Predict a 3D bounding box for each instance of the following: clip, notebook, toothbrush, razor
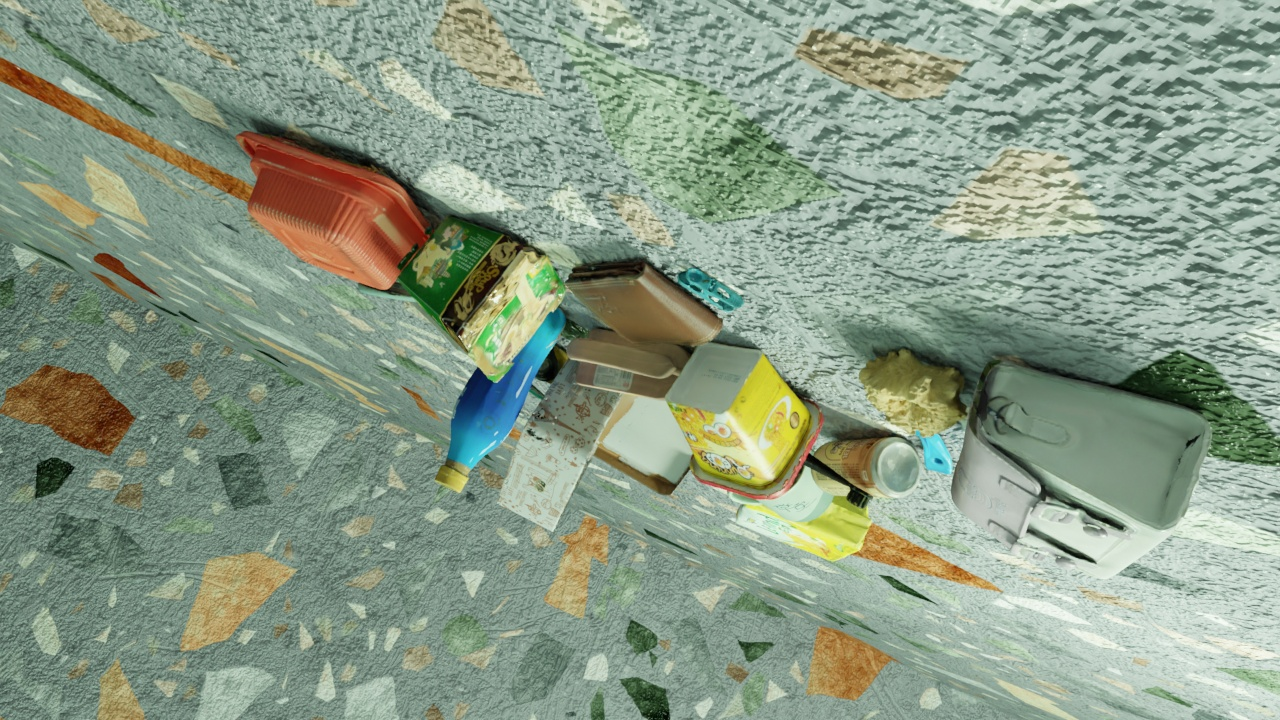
[{"bbox_3d":[0.056,-0.056,0.731,0.057,0.014,0.045,30,162,-14],"label":"clip"},{"bbox_3d":[-0.208,-0.022,1.133,0.150,0.012,0.209,37,179,-40],"label":"notebook"},{"bbox_3d":[0.146,0.087,0.934,0.213,0.027,0.026,34,178,35],"label":"toothbrush"},{"bbox_3d":[-0.086,0.021,1.132,0.167,0.062,0.067,34,-167,-45],"label":"razor"}]

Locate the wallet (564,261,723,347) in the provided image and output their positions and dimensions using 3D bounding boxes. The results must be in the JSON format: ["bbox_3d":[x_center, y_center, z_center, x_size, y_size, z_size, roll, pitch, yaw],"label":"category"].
[{"bbox_3d":[0.000,-0.050,0.808,0.101,0.032,0.125,38,160,-30],"label":"wallet"}]

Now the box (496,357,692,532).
[{"bbox_3d":[-0.040,0.114,1.050,0.197,0.157,0.181,29,137,-1],"label":"box"}]

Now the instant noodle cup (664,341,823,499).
[{"bbox_3d":[0.093,0.052,0.868,0.116,0.115,0.124,12,148,42],"label":"instant noodle cup"}]

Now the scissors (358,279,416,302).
[{"bbox_3d":[-0.236,-0.080,1.013,0.170,0.019,0.181,4,-168,-33],"label":"scissors"}]

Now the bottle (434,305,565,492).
[{"bbox_3d":[-0.151,0.033,0.957,0.065,0.218,0.065,24,164,7],"label":"bottle"}]

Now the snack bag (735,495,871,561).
[{"bbox_3d":[0.218,0.209,1.249,0.158,0.068,0.247,22,164,8],"label":"snack bag"}]

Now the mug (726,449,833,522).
[{"bbox_3d":[0.157,0.140,1.052,0.112,0.082,0.106,-24,145,21],"label":"mug"}]

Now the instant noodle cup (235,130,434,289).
[{"bbox_3d":[-0.291,-0.135,0.886,0.189,0.079,0.164,19,164,18],"label":"instant noodle cup"}]

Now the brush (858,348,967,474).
[{"bbox_3d":[0.241,0.055,0.776,0.083,0.045,0.254,13,164,28],"label":"brush"}]

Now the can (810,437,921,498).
[{"bbox_3d":[0.225,0.108,0.922,0.058,0.058,0.116,30,164,-16],"label":"can"}]

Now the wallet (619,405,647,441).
[{"bbox_3d":[0.014,0.083,1.138,0.130,0.036,0.106,-5,140,32],"label":"wallet"}]

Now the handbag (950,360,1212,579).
[{"bbox_3d":[0.307,0.087,0.676,0.145,0.098,0.197,25,165,24],"label":"handbag"}]

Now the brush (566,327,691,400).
[{"bbox_3d":[-0.006,0.005,0.934,0.146,0.063,0.073,11,170,39],"label":"brush"}]

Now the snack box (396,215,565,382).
[{"bbox_3d":[-0.155,-0.067,0.867,0.105,0.118,0.117,33,168,20],"label":"snack box"}]
